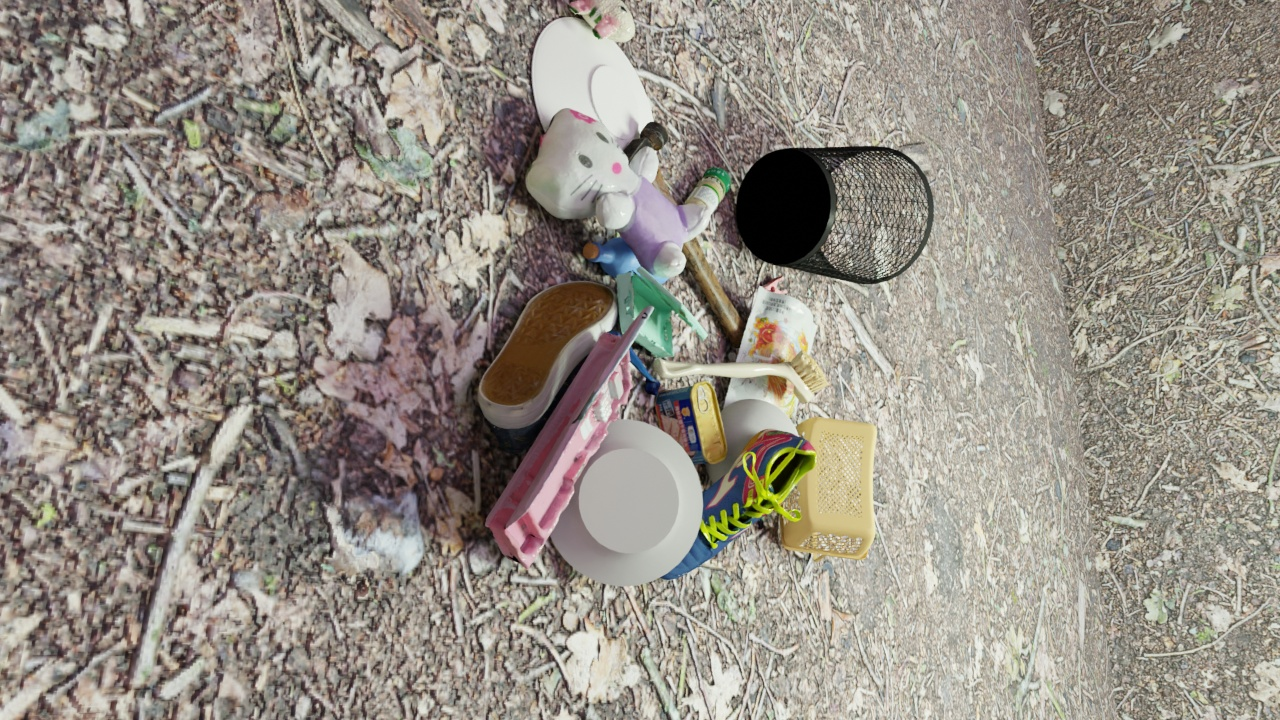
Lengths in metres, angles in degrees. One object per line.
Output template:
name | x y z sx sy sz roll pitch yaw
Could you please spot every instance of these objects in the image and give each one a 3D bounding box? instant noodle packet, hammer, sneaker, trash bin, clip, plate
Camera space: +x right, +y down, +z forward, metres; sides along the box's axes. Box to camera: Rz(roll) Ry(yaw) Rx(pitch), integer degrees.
instant noodle packet | 0.177 0.045 1.259 0.146 0.057 0.268 28 69 -35
hammer | 0.061 -0.136 1.181 0.119 0.033 0.330 -55 129 -30
sneaker | 0.108 0.167 1.063 0.241 0.091 0.116 -41 118 -19
trash bin | 0.281 -0.222 1.373 0.242 0.218 0.217 -5 84 -46
sneaker | -0.094 0.002 0.937 0.234 0.087 0.079 -57 159 -47
clip | 0.198 -0.111 1.376 0.057 0.022 0.035 -23 102 -51
plate | -0.013 0.146 0.950 0.172 0.019 0.172 3 78 -16
plate | -0.041 -0.308 1.112 0.229 0.030 0.229 19 66 -49

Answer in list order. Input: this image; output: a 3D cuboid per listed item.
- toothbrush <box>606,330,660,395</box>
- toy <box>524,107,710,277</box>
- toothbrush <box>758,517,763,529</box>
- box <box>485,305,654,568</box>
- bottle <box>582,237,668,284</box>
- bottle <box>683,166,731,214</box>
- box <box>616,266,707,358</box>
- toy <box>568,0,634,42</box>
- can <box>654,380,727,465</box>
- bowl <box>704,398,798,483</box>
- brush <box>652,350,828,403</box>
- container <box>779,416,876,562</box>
toothbrush | -0.006 0.006 1.024 0.190 0.016 0.017 52 47 -66
toy | -0.028 -0.183 1.015 0.209 0.086 0.137 36 54 -11
toothbrush | 0.171 0.140 1.276 0.014 0.017 0.187 18 67 -39
box | -0.067 0.066 0.863 0.055 0.180 0.232 27 60 7
bottle | -0.018 -0.119 1.074 0.131 0.048 0.048 5 76 -52
bottle | 0.087 -0.220 1.245 0.043 0.043 0.109 57 42 -25
box | 0.035 -0.057 1.045 0.188 0.079 0.077 35 48 -73
toy | -0.042 -0.423 1.121 0.087 0.050 0.112 45 36 8
can | 0.061 0.078 1.112 0.053 0.059 0.100 -12 90 -53
bowl | 0.153 0.118 1.178 0.131 0.064 0.132 -2 93 -32
brush | 0.132 0.015 1.169 0.271 0.062 0.077 5 118 -33
container | 0.264 0.184 1.306 0.167 0.129 0.183 99 -1 -68
